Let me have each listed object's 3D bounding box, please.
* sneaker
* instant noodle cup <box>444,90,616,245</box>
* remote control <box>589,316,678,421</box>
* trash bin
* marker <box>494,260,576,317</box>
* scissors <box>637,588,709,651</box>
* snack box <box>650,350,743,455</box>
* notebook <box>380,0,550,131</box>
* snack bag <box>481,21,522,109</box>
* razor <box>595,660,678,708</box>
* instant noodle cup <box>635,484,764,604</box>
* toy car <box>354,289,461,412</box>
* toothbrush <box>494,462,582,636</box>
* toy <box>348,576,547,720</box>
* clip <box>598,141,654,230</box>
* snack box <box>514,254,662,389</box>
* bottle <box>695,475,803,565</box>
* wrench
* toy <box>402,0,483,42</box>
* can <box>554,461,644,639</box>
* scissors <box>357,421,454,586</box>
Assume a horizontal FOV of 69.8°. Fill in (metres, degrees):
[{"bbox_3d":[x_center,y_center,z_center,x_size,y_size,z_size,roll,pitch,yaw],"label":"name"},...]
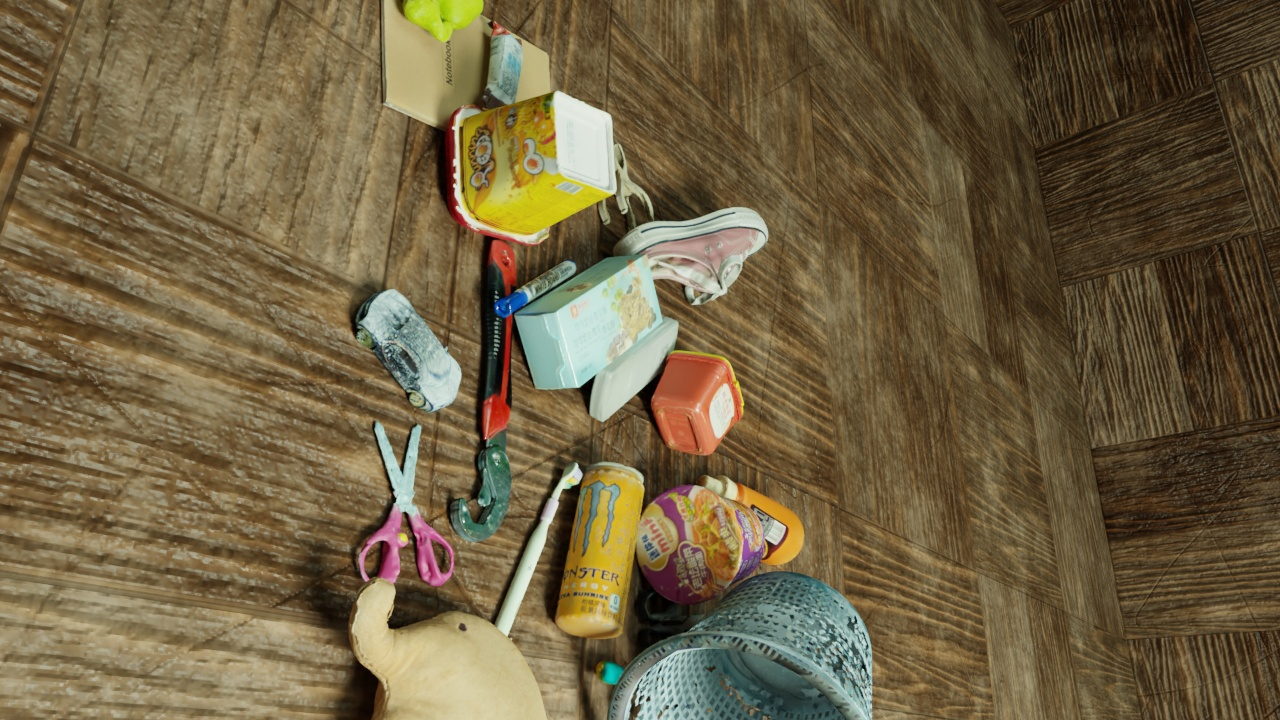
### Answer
[{"bbox_3d":[0.072,-0.110,1.021,0.240,0.119,0.088,-15,71,-49],"label":"sneaker"},{"bbox_3d":[-0.093,-0.172,0.802,0.116,0.124,0.116,8,75,-51],"label":"instant noodle cup"},{"bbox_3d":[-0.005,0.005,0.919,0.149,0.021,0.058,-40,148,-53],"label":"remote control"},{"bbox_3d":[0.110,0.291,0.796,0.226,0.227,0.194,68,26,-6],"label":"trash bin"},{"bbox_3d":[-0.093,-0.068,0.840,0.017,0.017,0.145,65,27,-10],"label":"marker"},{"bbox_3d":[0.052,0.272,0.917,0.175,0.014,0.132,53,39,-30],"label":"scissors"},{"bbox_3d":[0.058,0.046,0.951,0.079,0.082,0.091,-57,142,-38],"label":"snack box"},{"bbox_3d":[-0.156,-0.268,0.865,0.207,0.008,0.147,15,64,-50],"label":"notebook"},{"bbox_3d":[-0.130,-0.274,0.872,0.045,0.026,0.105,35,50,-52],"label":"snack bag"},{"bbox_3d":[-0.003,0.285,0.818,0.132,0.028,0.043,36,61,-47],"label":"razor"},{"bbox_3d":[0.066,0.179,0.898,0.099,0.112,0.111,16,63,-59],"label":"instant noodle cup"},{"bbox_3d":[-0.176,-0.007,0.711,0.105,0.031,0.048,56,40,-23],"label":"toy car"},{"bbox_3d":[-0.088,0.164,0.766,0.020,0.029,0.189,21,49,3],"label":"toothbrush"},{"bbox_3d":[-0.128,0.238,0.630,0.226,0.083,0.143,64,24,-7],"label":"toy"},{"bbox_3d":[-0.015,-0.182,0.998,0.095,0.035,0.102,35,42,-35],"label":"clip"},{"bbox_3d":[-0.044,-0.040,0.870,0.174,0.052,0.074,-40,123,-53],"label":"snack box"},{"bbox_3d":[0.115,0.168,1.003,0.149,0.067,0.066,38,48,-29],"label":"bottle"},{"bbox_3d":[-0.125,0.019,0.780,0.056,0.016,0.272,32,52,-48],"label":"wrench"},{"bbox_3d":[-0.179,-0.330,0.827,0.100,0.031,0.096,-13,86,-50],"label":"toy"},{"bbox_3d":[-0.034,0.165,0.804,0.058,0.058,0.145,39,47,-38],"label":"can"},{"bbox_3d":[-0.169,0.110,0.686,0.108,0.017,0.135,34,47,-40],"label":"scissors"}]
